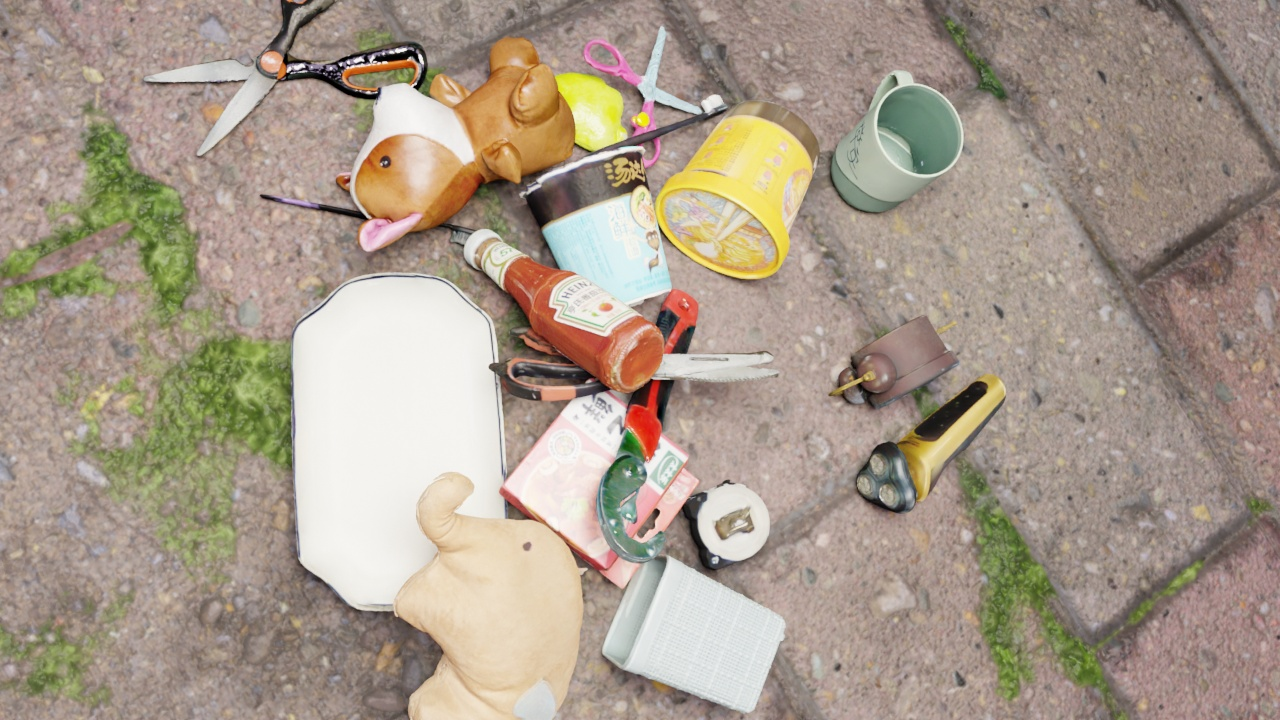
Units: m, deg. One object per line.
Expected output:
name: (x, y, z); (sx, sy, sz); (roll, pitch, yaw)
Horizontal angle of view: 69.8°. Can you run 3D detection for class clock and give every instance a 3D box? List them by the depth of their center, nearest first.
clock: (0.218, 0.006, 0.799); (0.121, 0.082, 0.055); (-26, 81, -15)

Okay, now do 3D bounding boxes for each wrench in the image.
wrench: (0.011, 0.037, 0.722); (0.056, 0.016, 0.272); (26, 46, -13)

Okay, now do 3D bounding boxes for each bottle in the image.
bottle: (-0.068, -0.048, 0.719); (0.059, 0.060, 0.206); (-44, 55, -15)

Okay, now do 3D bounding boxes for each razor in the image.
razor: (0.263, 0.068, 0.812); (0.167, 0.062, 0.067); (-37, 119, -20)

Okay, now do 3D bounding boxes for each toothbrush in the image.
toothbrush: (-0.222, -0.118, 0.771); (0.189, 0.014, 0.017); (10, 91, -9)
toothbrush: (0.013, -0.201, 0.799); (0.180, 0.016, 0.018); (-32, 96, -35)

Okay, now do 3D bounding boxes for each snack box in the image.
snack box: (-0.027, 0.097, 0.723); (0.127, 0.044, 0.113); (38, 70, -2)

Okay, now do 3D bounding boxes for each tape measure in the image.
tape measure: (0.074, 0.136, 0.772); (0.066, 0.034, 0.065); (-21, 86, -13)

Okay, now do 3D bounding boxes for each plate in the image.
plate: (-0.191, 0.062, 0.733); (0.162, 0.034, 0.265); (-4, 81, -13)

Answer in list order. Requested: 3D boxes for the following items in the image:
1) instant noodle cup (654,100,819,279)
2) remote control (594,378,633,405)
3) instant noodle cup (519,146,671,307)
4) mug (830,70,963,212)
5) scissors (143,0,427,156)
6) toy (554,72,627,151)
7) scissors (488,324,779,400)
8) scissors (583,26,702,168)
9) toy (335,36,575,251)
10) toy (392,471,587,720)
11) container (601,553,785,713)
instant noodle cup: (0.089, -0.150, 0.788); (0.118, 0.119, 0.114); (31, 68, -4)
remote control: (-0.016, 0.045, 0.776); (0.049, 0.024, 0.124); (5, 79, -10)
instant noodle cup: (-0.028, -0.101, 0.764); (0.111, 0.111, 0.120); (-21, 92, -14)
mug: (0.224, -0.198, 0.822); (0.082, 0.106, 0.111); (0, 80, -10)
scissors: (-0.289, -0.259, 0.778); (0.227, 0.022, 0.220); (16, 77, -9)
toy: (-0.063, -0.220, 0.810); (0.100, 0.031, 0.096); (-34, 91, -11)
scissors: (-0.004, -0.004, 0.730); (0.204, 0.015, 0.199); (-27, 46, -31)
scissors: (0.002, -0.238, 0.812); (0.134, 0.017, 0.133); (20, 78, -31)
toy: (-0.152, -0.173, 0.730); (0.199, 0.140, 0.130); (-34, 127, 3)
toy: (-0.108, 0.175, 0.676); (0.143, 0.082, 0.226); (-13, 110, -31)
container: (0.043, 0.216, 0.726); (0.111, 0.090, 0.090); (26, 76, -9)
